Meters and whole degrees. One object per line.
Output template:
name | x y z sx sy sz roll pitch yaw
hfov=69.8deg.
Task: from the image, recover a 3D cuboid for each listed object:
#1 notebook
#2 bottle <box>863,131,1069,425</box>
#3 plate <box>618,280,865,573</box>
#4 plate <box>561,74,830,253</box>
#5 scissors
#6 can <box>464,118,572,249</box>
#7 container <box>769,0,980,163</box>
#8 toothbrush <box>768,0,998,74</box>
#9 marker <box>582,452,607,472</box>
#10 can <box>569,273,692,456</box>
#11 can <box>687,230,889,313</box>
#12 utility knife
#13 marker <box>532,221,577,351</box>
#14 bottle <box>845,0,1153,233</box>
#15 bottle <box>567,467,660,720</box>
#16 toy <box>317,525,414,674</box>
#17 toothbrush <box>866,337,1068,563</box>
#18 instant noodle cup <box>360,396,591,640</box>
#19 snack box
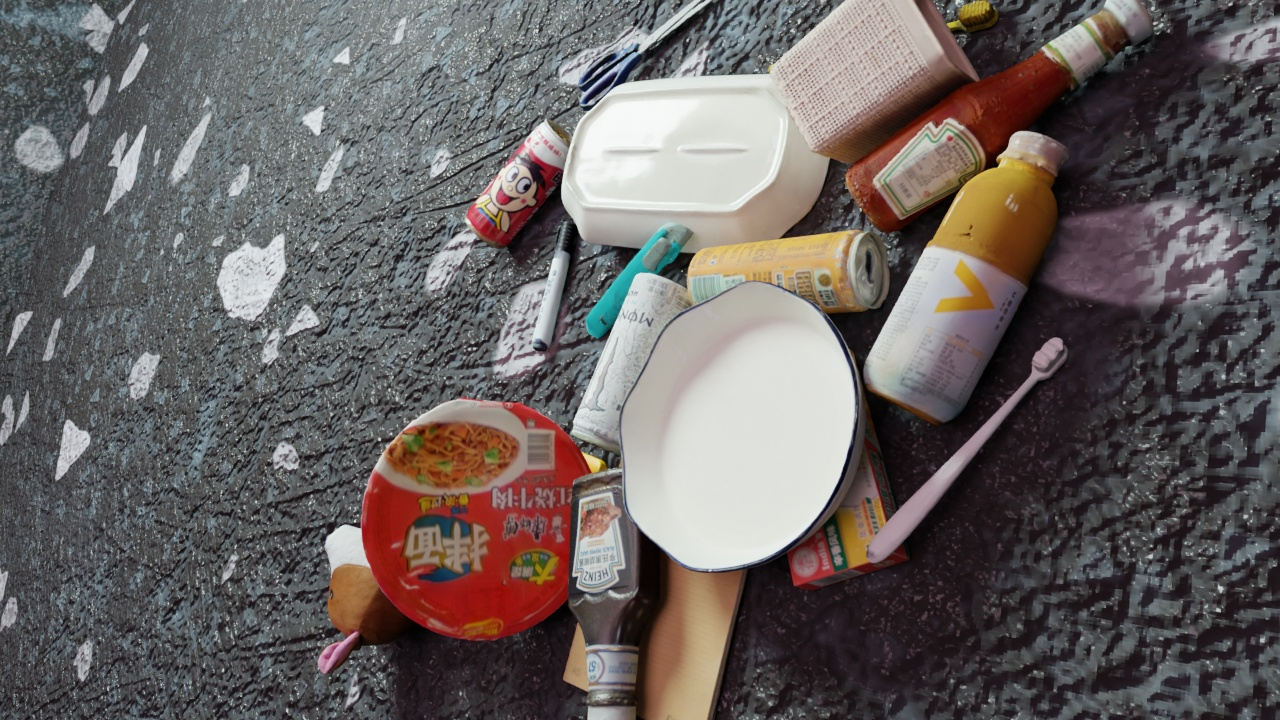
notebook | 0.018 0.166 0.711 0.150 0.012 0.211 6 78 44
bottle | 0.211 -0.053 0.586 0.068 0.068 0.189 30 94 44
plate | 0.071 0.049 0.649 0.205 0.045 0.204 -17 64 39
plate | 0.032 -0.175 0.786 0.266 0.034 0.162 11 84 35
scissors | 0.004 -0.299 0.891 0.174 0.012 0.124 -8 54 42
can | -0.118 -0.178 0.932 0.133 0.053 0.053 -46 50 18
container | 0.166 -0.206 0.660 0.111 0.089 0.090 -33 76 31
toothbrush | 0.183 -0.249 0.721 0.190 0.016 0.015 -1 72 41
marker | -0.072 0.084 0.819 0.124 0.015 0.018 14 82 46
can | -0.004 0.004 0.752 0.058 0.058 0.146 17 81 43
can | 0.107 -0.062 0.687 0.146 0.058 0.058 -1 73 41
utility knife | -0.005 -0.068 0.794 0.029 0.012 0.152 53 129 12
marker | -0.083 -0.072 0.886 0.023 0.018 0.130 0 73 50
bottle | 0.236 -0.165 0.615 0.206 0.059 0.059 -36 53 23
bottle | -0.021 0.182 0.702 0.080 0.044 0.194 -18 62 39
toy | -0.229 0.184 0.848 0.130 0.140 0.200 32 106 5
toothbrush | 0.201 0.057 0.567 0.180 0.016 0.016 -49 48 3
instant noodle cup | -0.133 0.129 0.765 0.066 0.193 0.193 161 123 -72
snack box | 0.128 0.072 0.638 0.077 0.027 0.155 -28 57 32
